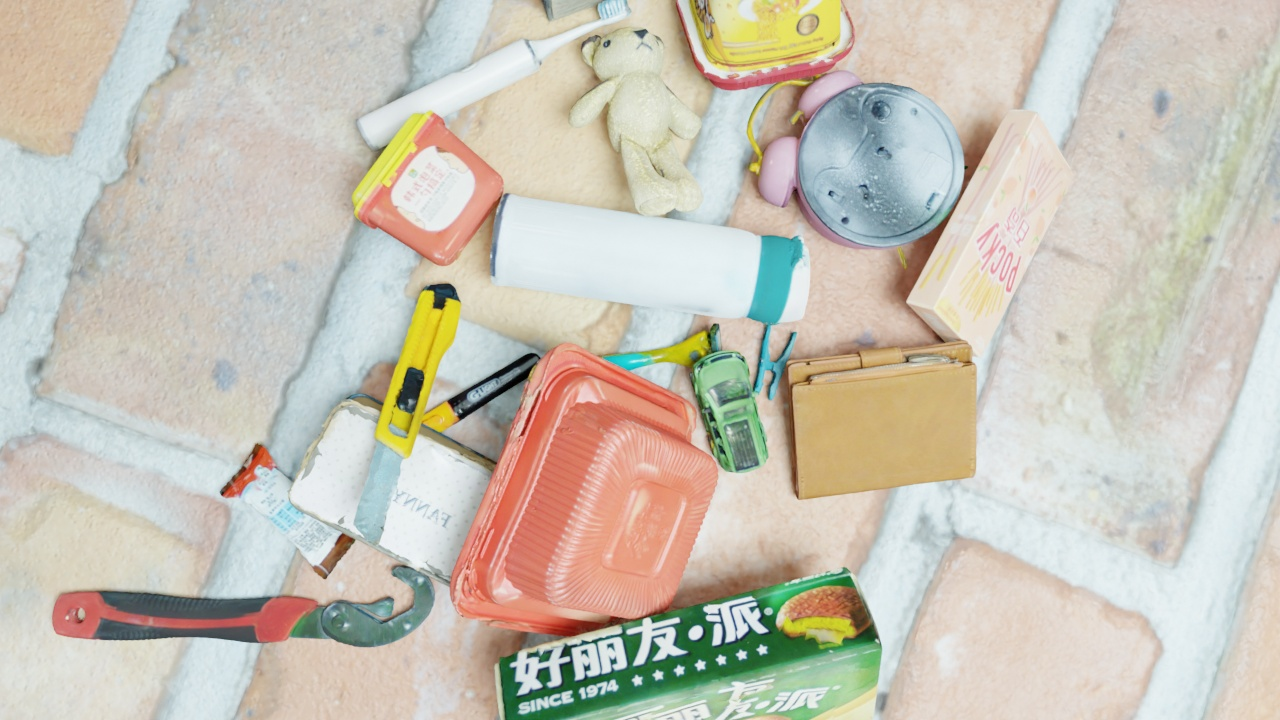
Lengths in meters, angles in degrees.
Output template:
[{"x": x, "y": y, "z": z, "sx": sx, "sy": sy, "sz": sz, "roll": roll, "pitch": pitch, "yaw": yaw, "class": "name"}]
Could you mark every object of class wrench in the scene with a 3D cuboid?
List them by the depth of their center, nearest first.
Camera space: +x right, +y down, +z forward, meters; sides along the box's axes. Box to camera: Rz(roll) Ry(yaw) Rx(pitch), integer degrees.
[{"x": -0.285, "y": 0.182, "z": 0.661, "sx": 0.273, "sy": 0.016, "sz": 0.056, "roll": -3, "pitch": 85, "yaw": -1, "class": "wrench"}]

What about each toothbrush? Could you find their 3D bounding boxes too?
[{"x": -0.107, "y": -0.216, "z": 0.684, "sx": 0.221, "sy": 0.026, "sz": 0.026, "roll": -27, "pitch": 125, "yaw": -2, "class": "toothbrush"}]

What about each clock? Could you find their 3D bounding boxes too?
[{"x": 0.151, "y": -0.146, "z": 0.667, "sx": 0.158, "sy": 0.060, "sz": 0.117, "roll": 33, "pitch": 87, "yaw": 0, "class": "clock"}]

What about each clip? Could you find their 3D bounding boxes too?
[{"x": 0.097, "y": 0.002, "z": 0.679, "sx": 0.041, "sy": 0.014, "sz": 0.056, "roll": 18, "pitch": 85, "yaw": 1, "class": "clip"}]

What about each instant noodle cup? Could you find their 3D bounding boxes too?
[{"x": -0.024, "y": 0.099, "z": 0.599, "sx": 0.079, "sy": 0.164, "sz": 0.188, "roll": 19, "pitch": 86, "yaw": 43, "class": "instant noodle cup"}, {"x": 0.086, "y": -0.269, "z": 0.627, "sx": 0.116, "sy": 0.124, "sz": 0.116, "roll": -11, "pitch": 59, "yaw": -2, "class": "instant noodle cup"}]

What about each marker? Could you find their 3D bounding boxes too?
[{"x": -0.126, "y": 0.030, "z": 0.673, "sx": 0.124, "sy": 0.015, "sz": 0.018, "roll": -32, "pitch": 87, "yaw": -2, "class": "marker"}]

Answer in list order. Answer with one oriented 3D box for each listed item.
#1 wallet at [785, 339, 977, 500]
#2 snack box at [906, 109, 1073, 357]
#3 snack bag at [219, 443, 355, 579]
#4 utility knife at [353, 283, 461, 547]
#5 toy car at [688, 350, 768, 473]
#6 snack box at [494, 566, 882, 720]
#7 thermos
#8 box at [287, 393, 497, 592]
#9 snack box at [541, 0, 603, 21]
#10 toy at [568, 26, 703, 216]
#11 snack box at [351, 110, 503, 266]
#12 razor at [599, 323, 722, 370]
[{"x": 0.172, "y": 0.043, "z": 0.655, "sx": 0.132, "sy": 0.031, "sz": 0.108, "roll": -8, "pitch": 110, "yaw": -1, "class": "wallet"}, {"x": 0.252, "y": -0.089, "z": 0.656, "sx": 0.084, "sy": 0.026, "sz": 0.157, "roll": 32, "pitch": 85, "yaw": -42, "class": "snack box"}, {"x": -0.252, "y": 0.108, "z": 0.661, "sx": 0.104, "sy": 0.026, "sz": 0.048, "roll": 37, "pitch": 81, "yaw": 1, "class": "snack bag"}, {"x": -0.153, "y": 0.026, "z": 0.612, "sx": 0.033, "sy": 0.015, "sz": 0.216, "roll": 17, "pitch": 49, "yaw": -13, "class": "utility knife"}, {"x": 0.066, "y": 0.038, "z": 0.658, "sx": 0.043, "sy": 0.036, "sz": 0.091, "roll": -18, "pitch": 104, "yaw": 0, "class": "toy car"}, {"x": 0.034, "y": 0.218, "z": 0.607, "sx": 0.240, "sy": 0.115, "sz": 0.063, "roll": -13, "pitch": 45, "yaw": -3, "class": "snack box"}, {"x": 0.010, "y": -0.068, "z": 0.656, "sx": 0.224, "sy": 0.073, "sz": 0.073, "roll": 9, "pitch": 86, "yaw": 1, "class": "thermos"}, {"x": -0.155, "y": 0.093, "z": 0.637, "sx": 0.184, "sy": 0.060, "sz": 0.090, "roll": 31, "pitch": 88, "yaw": -4, "class": "box"}, {"x": -0.017, "y": -0.373, "z": 0.687, "sx": 0.178, "sy": 0.046, "sz": 0.182, "roll": -21, "pitch": 87, "yaw": -2, "class": "snack box"}, {"x": 0.003, "y": -0.171, "z": 0.654, "sx": 0.105, "sy": 0.066, "sz": 0.157, "roll": -7, "pitch": 68, "yaw": -21, "class": "toy"}, {"x": -0.148, "y": -0.118, "z": 0.653, "sx": 0.080, "sy": 0.082, "sz": 0.091, "roll": 37, "pitch": 87, "yaw": -8, "class": "snack box"}, {"x": -0.004, "y": 0.004, "z": 0.670, "sx": 0.132, "sy": 0.028, "sz": 0.043, "roll": -12, "pitch": 116, "yaw": -4, "class": "razor"}]
